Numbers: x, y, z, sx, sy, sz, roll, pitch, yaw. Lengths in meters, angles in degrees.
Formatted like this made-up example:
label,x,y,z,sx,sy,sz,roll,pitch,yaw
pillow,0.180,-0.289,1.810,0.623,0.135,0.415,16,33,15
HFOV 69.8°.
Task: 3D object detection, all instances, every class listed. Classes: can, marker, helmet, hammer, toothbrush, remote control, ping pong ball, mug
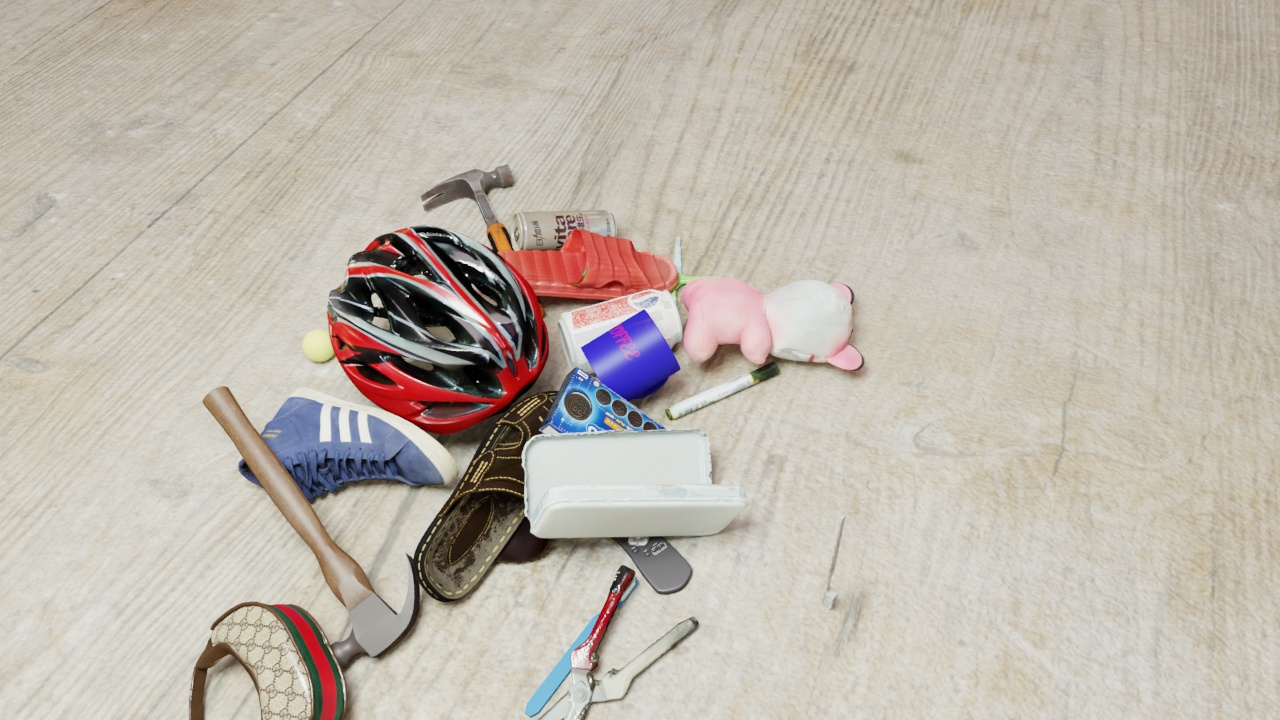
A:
label,x,y,z,sx,sy,sz,roll,pitch,yaw
can,-0.025,-0.035,1.098,0.136,0.078,0.078,-16,49,-10
marker,0.096,0.035,1.067,0.146,0.017,0.017,-22,50,-16
helmet,-0.228,-0.048,1.010,0.272,0.167,0.216,33,60,23
hammer,-0.204,-0.160,1.256,0.137,0.035,0.314,-17,49,-13
toothbrush,-0.055,0.266,0.871,0.016,0.014,0.166,26,55,25
remote control,0.004,0.188,0.940,0.046,0.009,0.124,-30,53,-21
ping pong ball,-0.399,-0.019,1.139,0.040,0.040,0.040,-2,48,2
toothbrush,0.175,0.183,0.815,0.010,0.182,0.010,35,64,27
hammer,-0.336,0.152,0.912,0.115,0.033,0.323,-38,76,-14
mug,-0.006,0.006,1.039,0.083,0.111,0.079,-31,53,-1
can,-0.102,-0.173,1.224,0.135,0.054,0.054,-5,45,-23

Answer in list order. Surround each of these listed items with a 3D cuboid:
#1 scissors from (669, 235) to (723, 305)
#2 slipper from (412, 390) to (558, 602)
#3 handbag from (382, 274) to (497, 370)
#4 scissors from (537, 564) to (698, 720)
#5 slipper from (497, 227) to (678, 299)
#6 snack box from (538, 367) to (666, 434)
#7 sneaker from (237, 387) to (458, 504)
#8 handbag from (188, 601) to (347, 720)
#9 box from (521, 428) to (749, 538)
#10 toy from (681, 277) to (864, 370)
label,x,y,z,sx,sy,sz,roll,pitch,yaw
scissors,0.044,-0.104,1.199,0.171,0.023,0.167,20,58,26
slipper,-0.125,0.133,0.939,0.076,0.113,0.267,-1,41,47
handbag,-0.258,-0.056,1.164,0.175,0.062,0.198,-25,42,-18
scissors,-0.029,0.277,0.851,0.179,0.015,0.187,-4,60,-10
slipper,-0.073,-0.126,1.165,0.248,0.059,0.103,0,41,-10
snack box,-0.028,0.081,0.972,0.150,0.027,0.082,35,48,-15
sneaker,-0.324,0.113,0.978,0.233,0.092,0.118,20,48,22
handbag,-0.341,0.304,0.823,0.138,0.063,0.166,-42,64,5
box,-0.013,0.109,0.916,0.215,0.107,0.124,4,54,-21
toy,0.156,-0.049,1.083,0.213,0.084,0.141,6,39,-4
